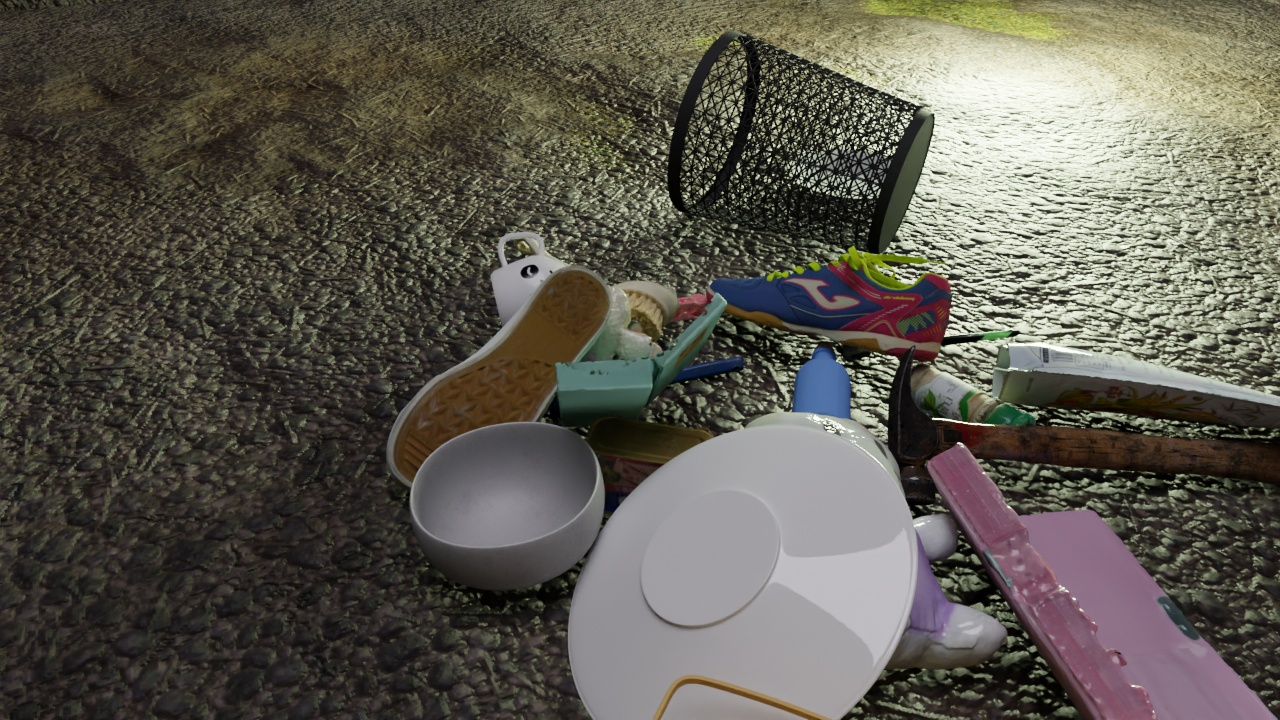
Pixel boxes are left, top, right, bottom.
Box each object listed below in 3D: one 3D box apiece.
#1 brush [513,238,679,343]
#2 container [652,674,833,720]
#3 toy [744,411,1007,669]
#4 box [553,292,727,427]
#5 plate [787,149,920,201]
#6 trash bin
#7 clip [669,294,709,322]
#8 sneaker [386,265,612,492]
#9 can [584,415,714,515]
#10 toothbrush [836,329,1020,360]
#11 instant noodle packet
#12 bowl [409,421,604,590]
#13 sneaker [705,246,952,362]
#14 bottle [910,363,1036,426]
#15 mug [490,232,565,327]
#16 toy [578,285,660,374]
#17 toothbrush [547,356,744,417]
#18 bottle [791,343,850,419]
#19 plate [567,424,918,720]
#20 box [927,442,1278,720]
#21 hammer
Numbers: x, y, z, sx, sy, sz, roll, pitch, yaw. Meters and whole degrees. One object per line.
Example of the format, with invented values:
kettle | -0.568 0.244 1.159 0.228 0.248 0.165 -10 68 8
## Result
brush | -0.061 -0.083 0.949 0.077 0.062 0.272 -27 37 -26
container | 0.065 0.231 0.396 0.183 0.129 0.166 17 48 23
toy | 0.145 0.115 0.612 0.137 0.086 0.209 16 29 -25
box | 0.000 0.013 0.697 0.138 0.187 0.056 -19 80 -6
plate | 0.281 -0.241 1.219 0.173 0.019 0.172 0 33 0
trash bin | 0.190 -0.239 1.059 0.243 0.217 0.216 23 39 19
clip | 0.041 -0.046 0.927 0.059 0.041 0.023 -1 35 -22
sneaker | -0.112 0.022 0.752 0.087 0.079 0.235 42 66 -2
can | 0.008 0.081 0.688 0.100 0.059 0.053 8 34 10
toothbrush | 0.279 -0.016 0.882 0.188 0.014 0.017 -5 47 -9
instant noodle packet | 0.438 0.031 0.760 0.269 0.057 0.146 11 4 15
bowl | -0.089 0.107 0.638 0.132 0.064 0.131 -3 34 2
sneaker | 0.172 -0.065 0.856 0.242 0.091 0.116 16 7 36
bottle | 0.273 0.040 0.770 0.042 0.043 0.110 -23 39 -31
mug | -0.100 -0.069 0.870 0.076 0.090 0.123 -13 71 -7
toy | -0.030 -0.023 0.823 0.050 0.087 0.112 5 17 -29
toothbrush | 0.007 0.023 0.817 0.189 0.016 0.017 -12 43 -18
bottle | 0.155 0.026 0.783 0.048 0.048 0.130 7 34 9
plate | 0.046 0.123 0.546 0.230 0.030 0.228 -23 39 20
box | 0.277 0.165 0.574 0.172 0.075 0.232 24 25 -23
hammer | 0.354 0.060 0.707 0.330 0.033 0.120 4 78 -4
